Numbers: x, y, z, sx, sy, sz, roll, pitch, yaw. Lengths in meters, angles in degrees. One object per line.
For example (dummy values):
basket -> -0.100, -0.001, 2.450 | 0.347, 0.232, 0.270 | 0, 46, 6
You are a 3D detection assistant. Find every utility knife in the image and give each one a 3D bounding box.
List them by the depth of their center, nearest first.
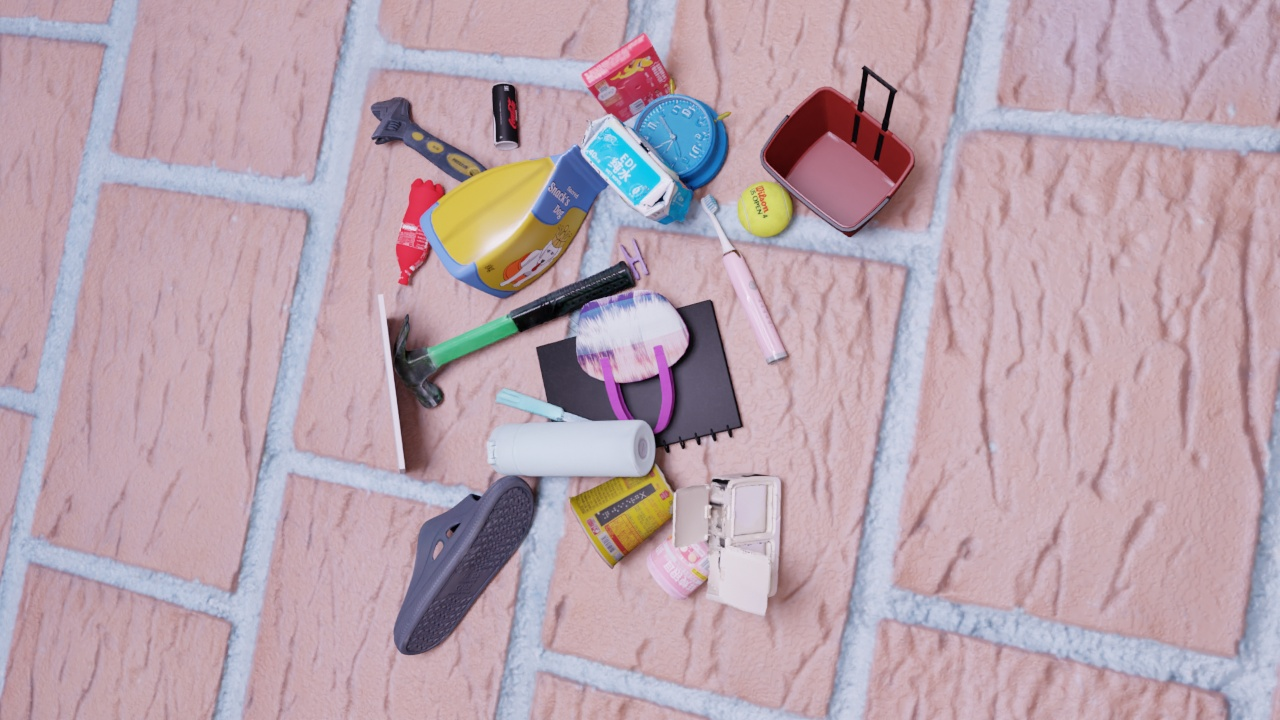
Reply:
utility knife -> -0.117, 0.062, 1.142 | 0.158, 0.015, 0.022 | 16, 86, 29

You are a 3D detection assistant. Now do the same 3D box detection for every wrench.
wrench -> -0.275, -0.279, 1.180 | 0.073, 0.022, 0.273 | -47, 54, -12

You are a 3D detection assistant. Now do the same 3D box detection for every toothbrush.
toothbrush -> 0.121, -0.100, 1.107 | 0.027, 0.027, 0.222 | -30, 78, 39

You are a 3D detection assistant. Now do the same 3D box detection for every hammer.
hammer -> -0.159, -0.048, 1.147 | 0.319, 0.130, 0.032 | -23, 42, 3

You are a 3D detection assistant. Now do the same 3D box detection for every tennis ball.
tennis ball -> 0.147, -0.179, 1.088 | 0.065, 0.065, 0.065 | -1, 85, 14

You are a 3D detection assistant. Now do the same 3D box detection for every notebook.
notebook -> -0.004, 0.036, 1.133 | 0.232, 0.019, 0.169 | -15, 81, 12
notebook -> -0.312, 0.035, 1.152 | 0.009, 0.143, 0.209 | -7, 83, -15

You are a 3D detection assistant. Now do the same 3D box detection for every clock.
clock -> 0.036, -0.253, 1.124 | 0.117, 0.060, 0.161 | 32, 96, 14

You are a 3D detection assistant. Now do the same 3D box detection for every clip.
clip -> -0.006, -0.127, 1.149 | 0.036, 0.013, 0.052 | -29, 82, 11

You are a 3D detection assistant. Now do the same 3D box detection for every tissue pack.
tissue pack -> -0.005, -0.220, 1.056 | 0.062, 0.092, 0.144 | -46, 79, 13

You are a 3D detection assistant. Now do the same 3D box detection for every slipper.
slipper -> -0.229, 0.241, 1.137 | 0.083, 0.110, 0.268 | 39, 100, 30

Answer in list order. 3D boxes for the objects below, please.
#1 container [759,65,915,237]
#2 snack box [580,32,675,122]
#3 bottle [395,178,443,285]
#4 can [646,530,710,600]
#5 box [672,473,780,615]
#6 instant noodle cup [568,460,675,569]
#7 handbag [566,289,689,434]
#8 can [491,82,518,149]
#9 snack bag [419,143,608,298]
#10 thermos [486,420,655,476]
container -> 0.217, -0.223, 1.004 | 0.148, 0.200, 0.127 | 43, 96, 13
snack box -> -0.012, -0.335, 1.105 | 0.089, 0.133, 0.021 | -30, 78, 9
bottle -> -0.296, -0.168, 1.209 | 0.042, 0.042, 0.141 | 14, 89, 15
can -> 0.054, 0.233, 1.076 | 0.076, 0.067, 0.067 | -43, 77, 7
box -> 0.115, 0.201, 1.001 | 0.101, 0.186, 0.145 | 1, 90, 33
instant noodle cup -> -0.012, 0.176, 1.091 | 0.112, 0.100, 0.100 | -32, 78, -2
handbag -> -0.006, 0.006, 1.100 | 0.145, 0.068, 0.170 | -13, 87, 12
can -> -0.177, -0.319, 1.197 | 0.031, 0.031, 0.080 | -5, 84, 13
snack bag -> -0.138, -0.176, 1.111 | 0.205, 0.159, 0.102 | -35, 78, 7
thermos -> -0.087, 0.105, 1.091 | 0.207, 0.077, 0.065 | -4, 92, 27
